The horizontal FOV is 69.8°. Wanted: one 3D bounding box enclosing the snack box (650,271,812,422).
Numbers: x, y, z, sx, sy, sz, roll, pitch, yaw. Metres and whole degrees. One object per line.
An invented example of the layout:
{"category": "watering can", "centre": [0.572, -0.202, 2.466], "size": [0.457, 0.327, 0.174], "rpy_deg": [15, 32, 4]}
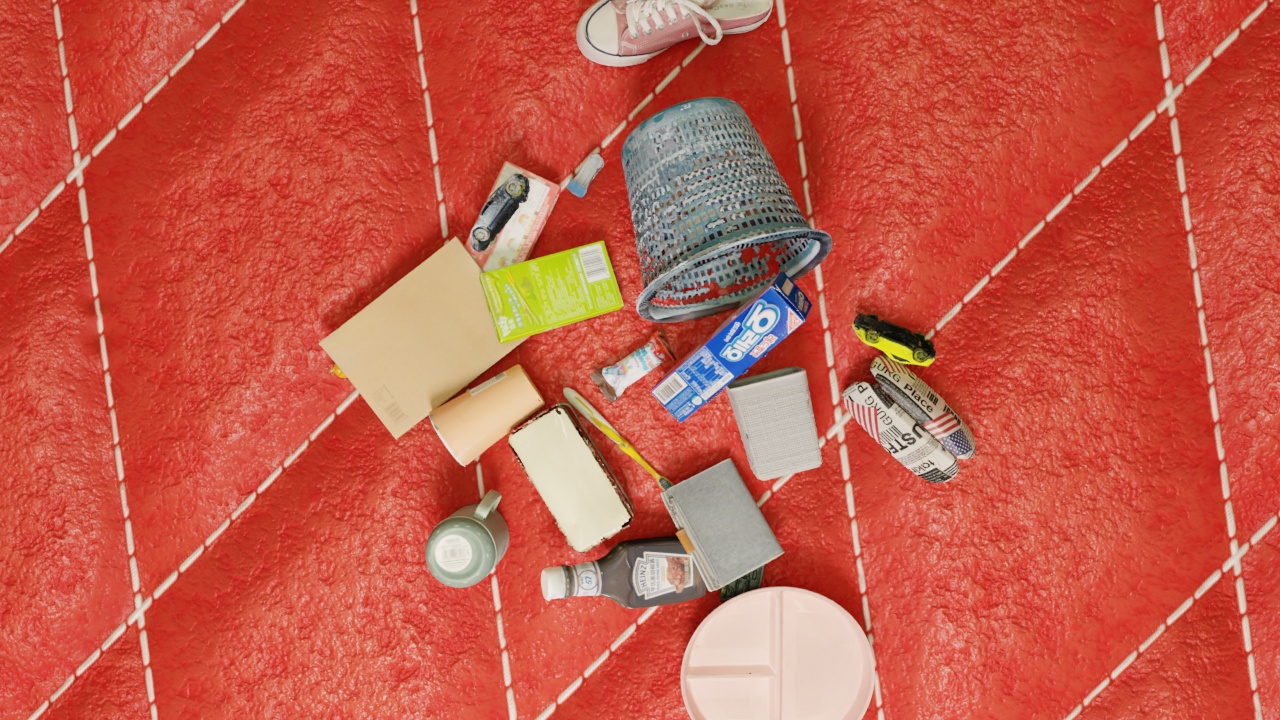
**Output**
{"category": "snack box", "centre": [0.102, -0.013, 1.048], "size": [0.057, 0.058, 0.208], "rpy_deg": [46, 121, -2]}

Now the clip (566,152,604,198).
{"category": "clip", "centre": [-0.066, -0.227, 1.121], "size": [0.025, 0.035, 0.058], "rpy_deg": [34, 95, 3]}

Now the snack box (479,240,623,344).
{"category": "snack box", "centre": [-0.106, -0.082, 1.097], "size": [0.156, 0.026, 0.086], "rpy_deg": [-18, 88, -14]}

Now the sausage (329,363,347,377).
{"category": "sausage", "centre": [-0.300, 0.006, 1.126], "size": [0.165, 0.021, 0.021], "rpy_deg": [-4, 90, 2]}

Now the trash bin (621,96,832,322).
{"category": "trash bin", "centre": [0.076, -0.175, 1.034], "size": [0.226, 0.226, 0.195], "rpy_deg": [-18, 76, 2]}

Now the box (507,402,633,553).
{"category": "box", "centre": [-0.084, 0.140, 1.091], "size": [0.091, 0.078, 0.168], "rpy_deg": [-32, 89, 1]}

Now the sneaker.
{"category": "sneaker", "centre": [0.040, -0.413, 1.081], "size": [0.241, 0.088, 0.118], "rpy_deg": [-11, 90, 1]}

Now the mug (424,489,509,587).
{"category": "mug", "centre": [-0.197, 0.206, 1.081], "size": [0.082, 0.106, 0.111], "rpy_deg": [28, 90, 2]}

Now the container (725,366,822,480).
{"category": "container", "centre": [0.159, 0.074, 1.080], "size": [0.090, 0.090, 0.114], "rpy_deg": [-14, 93, 2]}

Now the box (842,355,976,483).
{"category": "box", "centre": [0.326, 0.067, 1.098], "size": [0.162, 0.076, 0.086], "rpy_deg": [44, 61, 4]}

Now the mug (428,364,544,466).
{"category": "mug", "centre": [-0.181, 0.060, 1.099], "size": [0.122, 0.078, 0.078], "rpy_deg": [-34, 89, -4]}

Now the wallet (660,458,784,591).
{"category": "wallet", "centre": [0.093, 0.194, 1.084], "size": [0.106, 0.037, 0.129], "rpy_deg": [-23, 73, -20]}

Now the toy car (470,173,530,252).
{"category": "toy car", "centre": [-0.168, -0.175, 1.081], "size": [0.031, 0.049, 0.105], "rpy_deg": [36, 91, 4]}

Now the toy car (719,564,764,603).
{"category": "toy car", "centre": [0.126, 0.246, 1.107], "size": [0.049, 0.031, 0.106], "rpy_deg": [10, 86, 1]}

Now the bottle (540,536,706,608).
{"category": "bottle", "centre": [-0.018, 0.251, 1.073], "size": [0.194, 0.044, 0.080], "rpy_deg": [-2, 93, -20]}

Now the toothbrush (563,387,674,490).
{"category": "toothbrush", "centre": [-0.024, 0.100, 1.118], "size": [0.191, 0.018, 0.016], "rpy_deg": [43, 89, 1]}

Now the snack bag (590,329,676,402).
{"category": "snack bag", "centre": [-0.007, 0.007, 1.114], "size": [0.105, 0.026, 0.045], "rpy_deg": [-34, 92, 4]}

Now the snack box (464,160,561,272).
{"category": "snack box", "centre": [-0.162, -0.158, 1.119], "size": [0.075, 0.025, 0.153], "rpy_deg": [25, 91, 1]}

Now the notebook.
{"category": "notebook", "centre": [-0.259, -0.026, 1.106], "size": [0.211, 0.012, 0.149], "rpy_deg": [-38, 92, 3]}

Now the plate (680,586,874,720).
{"category": "plate", "centre": [0.162, 0.372, 1.092], "size": [0.229, 0.028, 0.229], "rpy_deg": [0, 100, 0]}

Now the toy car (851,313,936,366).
{"category": "toy car", "centre": [0.301, -0.023, 1.097], "size": [0.105, 0.048, 0.032], "rpy_deg": [23, 123, 1]}
